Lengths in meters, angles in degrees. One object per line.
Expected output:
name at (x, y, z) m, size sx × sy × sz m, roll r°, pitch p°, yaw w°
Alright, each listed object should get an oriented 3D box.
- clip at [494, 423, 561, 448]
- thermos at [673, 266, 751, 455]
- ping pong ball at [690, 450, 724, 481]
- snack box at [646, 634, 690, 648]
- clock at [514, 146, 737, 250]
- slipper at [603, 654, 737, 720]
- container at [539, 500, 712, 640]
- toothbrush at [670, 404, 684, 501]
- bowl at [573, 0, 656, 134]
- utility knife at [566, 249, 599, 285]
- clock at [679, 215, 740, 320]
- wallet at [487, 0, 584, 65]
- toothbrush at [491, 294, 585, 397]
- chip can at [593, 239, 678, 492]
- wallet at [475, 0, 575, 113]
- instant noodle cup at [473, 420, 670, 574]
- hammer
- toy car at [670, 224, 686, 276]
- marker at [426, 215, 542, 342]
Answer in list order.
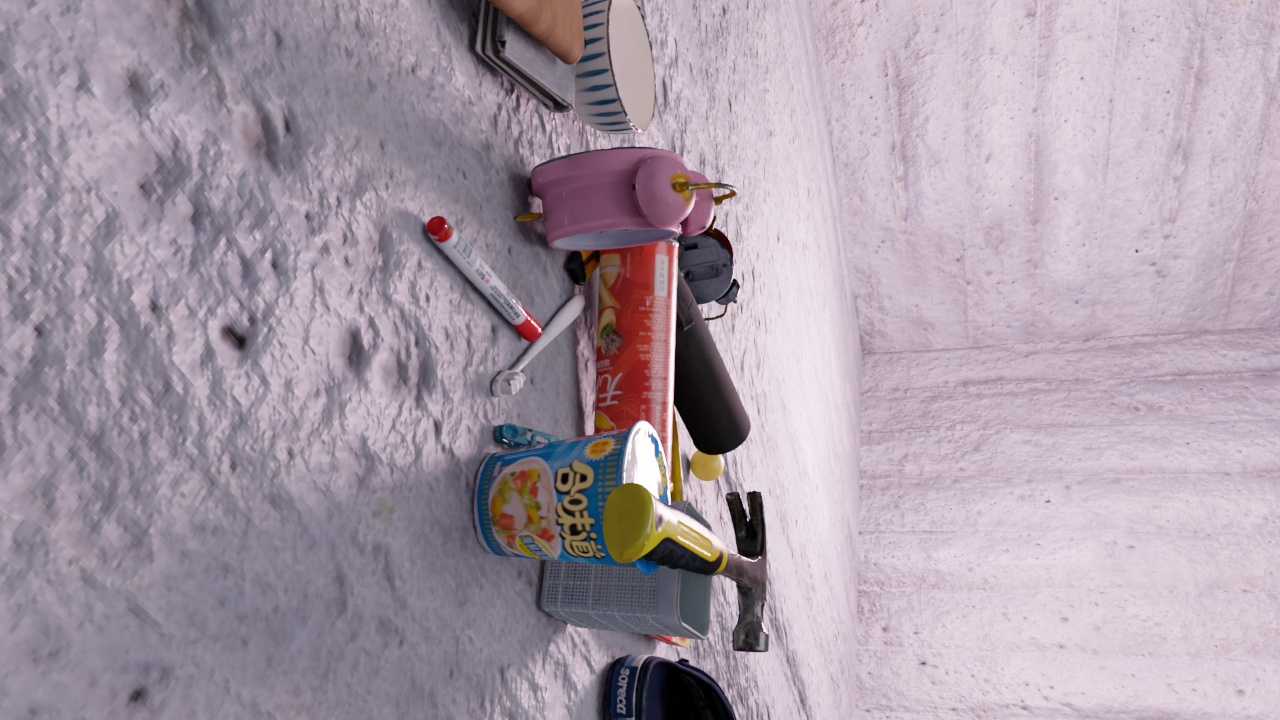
clip at (-0.082, 0.055, 0.644) m, size 0.055 × 0.034 × 0.013 m, roll 28°, pitch 58°, yaw -50°
thermos at (0.049, 0.001, 0.931) m, size 0.090 × 0.068 × 0.243 m, roll 52°, pitch -8°, yaw 51°
ping pong ball at (0.079, 0.123, 1.086) m, size 0.040 × 0.040 × 0.040 m, roll -3°, pitch 90°, yaw -72°
snack box at (0.020, 0.228, 0.887) m, size 0.153 × 0.025 × 0.075 m, roll 50°, pitch 49°, yaw -57°
clock at (-0.005, -0.121, 0.693) m, size 0.117 × 0.159 × 0.060 m, roll -1°, pitch 85°, yaw -71°
slipper at (0.044, 0.336, 0.861) m, size 0.253 × 0.095 × 0.104 m, roll 57°, pitch 36°, yaw -50°
container at (-0.010, 0.159, 0.697) m, size 0.090 × 0.112 × 0.090 m, roll 55°, pitch 36°, yaw -59°
toothbrush at (0.035, 0.089, 1.000) m, size 0.016 × 0.016 × 0.190 m, roll -6°, pitch 92°, yaw -67°
bowl at (-0.035, -0.247, 0.772) m, size 0.116 × 0.066 × 0.116 m, roll -3°, pitch 90°, yaw -71°
utility knife at (-0.032, -0.110, 0.834) m, size 0.176 × 0.015 × 0.033 m, roll -59°, pitch 145°, yaw -60°
clock at (0.068, -0.098, 1.034) m, size 0.055 × 0.082 × 0.122 m, roll -71°, pitch 150°, yaw -62°
wallet at (-0.073, -0.279, 0.636) m, size 0.101 × 0.020 × 0.115 m, roll 21°, pitch 65°, yaw -59°
toothbrush at (-0.070, -0.016, 0.700) m, size 0.179 × 0.016 × 0.016 m, roll -58°, pitch 142°, yaw -61°
chip can at (-0.005, 0.005, 0.780) m, size 0.073 × 0.073 × 0.216 m, roll 5°, pitch 87°, yaw -71°
wallet at (-0.083, -0.262, 0.675) m, size 0.106 × 0.037 × 0.129 m, roll 22°, pitch 67°, yaw -59°
instant noodle cup at (-0.046, 0.091, 0.603) m, size 0.099 × 0.110 × 0.099 m, roll -4°, pitch 89°, yaw -72°
hammer at (0.045, 0.132, 0.638) m, size 0.323 × 0.032 × 0.126 m, roll 44°, pitch 45°, yaw -63°
toy car at (0.026, -0.134, 0.971) m, size 0.053 × 0.045 × 0.120 m, roll 49°, pitch 47°, yaw -58°
marker at (-0.101, -0.051, 0.614) m, size 0.145 × 0.017 × 0.017 m, roll 54°, pitch 37°, yaw -58°
